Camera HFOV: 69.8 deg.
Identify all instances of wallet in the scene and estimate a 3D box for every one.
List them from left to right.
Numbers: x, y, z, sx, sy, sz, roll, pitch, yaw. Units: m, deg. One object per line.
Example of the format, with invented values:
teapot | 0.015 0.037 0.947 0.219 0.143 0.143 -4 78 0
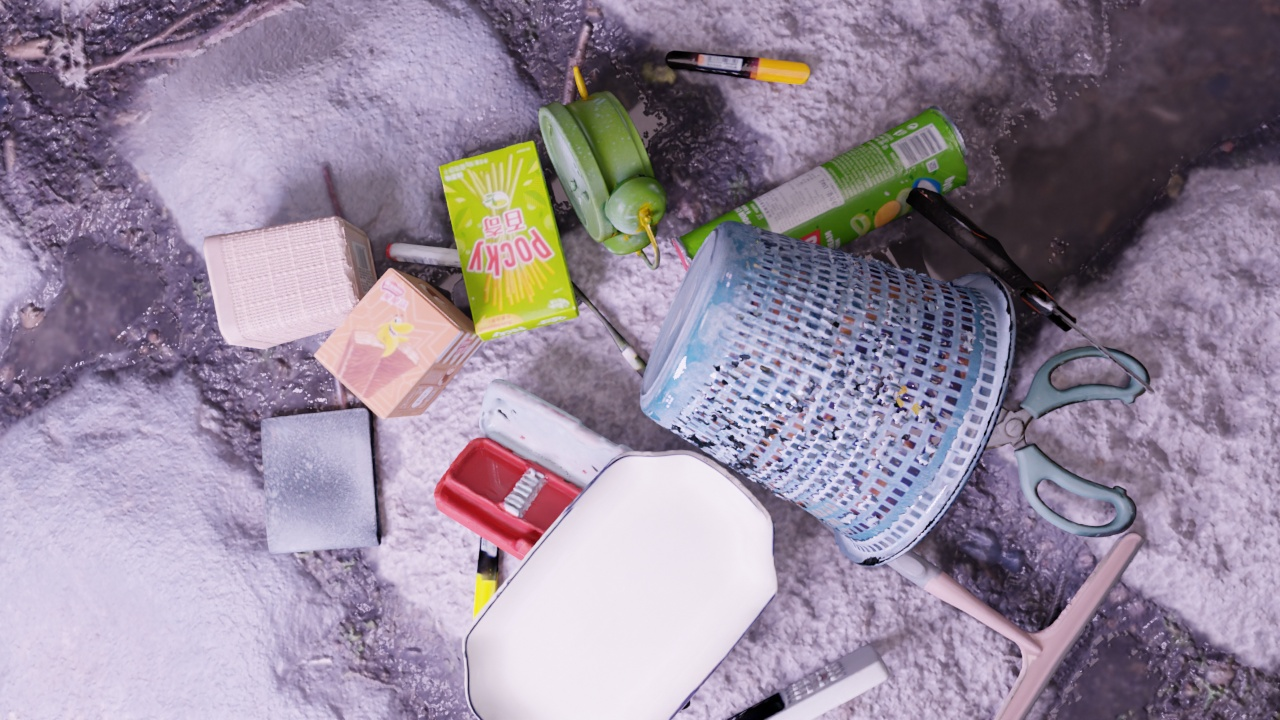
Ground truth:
wallet | -0.276 0.104 0.796 0.097 0.019 0.121 -5 87 2

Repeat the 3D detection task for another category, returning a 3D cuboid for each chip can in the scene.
chip can | 0.145 -0.121 0.745 0.236 0.072 0.072 -27 87 3

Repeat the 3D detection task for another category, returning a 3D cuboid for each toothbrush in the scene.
toothbrush | -0.005 0.005 0.783 0.017 0.012 0.186 -42 86 8

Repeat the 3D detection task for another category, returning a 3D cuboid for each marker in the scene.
marker | -0.147 -0.087 0.792 0.145 0.017 0.017 7 89 4
marker | -0.130 0.169 0.786 0.018 0.015 0.124 4 86 3
marker | 0.082 -0.251 0.783 0.124 0.015 0.018 9 87 7

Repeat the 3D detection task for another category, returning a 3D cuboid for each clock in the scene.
clock | -0.025 -0.144 0.738 0.056 0.116 0.161 -26 84 -8

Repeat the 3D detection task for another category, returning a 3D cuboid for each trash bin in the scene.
trash bin | 0.114 0.004 0.653 0.195 0.226 0.226 24 90 -5

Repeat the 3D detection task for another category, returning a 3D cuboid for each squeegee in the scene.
squeegee | 0.243 0.183 0.748 0.249 0.040 0.247 33 91 5

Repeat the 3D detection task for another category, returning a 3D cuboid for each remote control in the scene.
remote control | 0.129 0.275 0.742 0.150 0.058 0.021 -29 84 2

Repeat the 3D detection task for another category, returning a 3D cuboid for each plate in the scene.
plate | -0.015 0.188 0.694 0.162 0.034 0.266 39 91 3

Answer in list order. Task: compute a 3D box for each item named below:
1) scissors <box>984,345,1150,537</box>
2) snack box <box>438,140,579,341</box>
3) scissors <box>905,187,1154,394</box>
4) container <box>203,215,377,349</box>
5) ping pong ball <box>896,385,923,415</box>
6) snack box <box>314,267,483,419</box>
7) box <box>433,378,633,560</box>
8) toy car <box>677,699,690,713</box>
scissors | 0.345 0.074 0.748 0.170 0.019 0.181 -19 81 3
snack box | -0.111 -0.101 0.771 0.086 0.026 0.156 -14 77 0
scissors | 0.280 -0.057 0.667 0.221 0.233 0.022 45 109 18
container | -0.284 -0.066 0.767 0.111 0.090 0.090 -12 87 0
ping pong ball | 0.229 0.026 0.751 0.040 0.040 0.040 0 88 4
snack box | -0.193 -0.012 0.755 0.077 0.092 0.094 41 91 4
box | -0.058 0.110 0.738 0.201 0.101 0.102 29 53 5
toy car | -0.023 0.233 0.748 0.156 0.071 0.041 28 93 2
